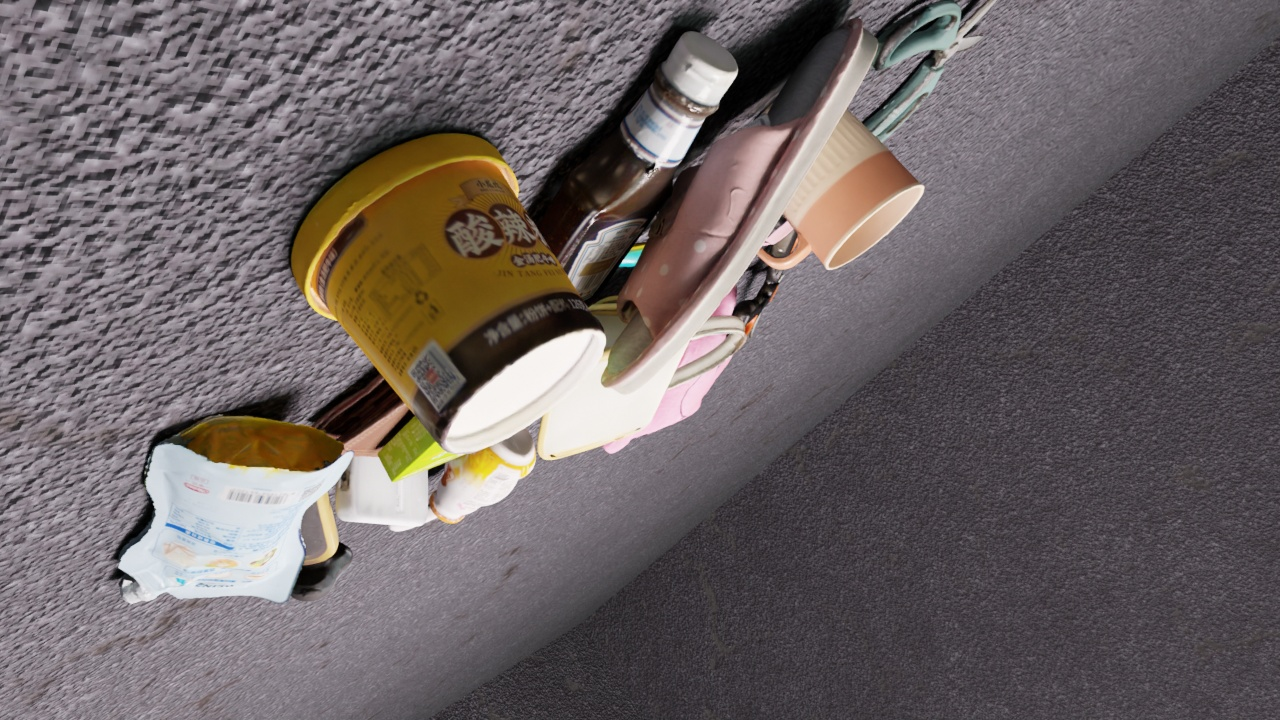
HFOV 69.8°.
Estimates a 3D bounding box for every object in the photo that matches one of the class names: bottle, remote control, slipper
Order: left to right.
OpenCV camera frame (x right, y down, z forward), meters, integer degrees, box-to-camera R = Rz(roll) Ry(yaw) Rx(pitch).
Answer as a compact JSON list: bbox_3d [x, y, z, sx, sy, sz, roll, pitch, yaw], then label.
[{"bbox_3d":[-0.193,0.095,0.691,0.020,0.055,0.136,-5,168,7],"label":"remote control"},{"bbox_3d":[-0.140,0.097,0.792,0.109,0.063,0.063,-46,163,27],"label":"bottle"},{"bbox_3d":[-0.012,-0.100,0.533,0.079,0.044,0.195,-25,161,-49],"label":"bottle"},{"bbox_3d":[0.050,-0.100,0.565,0.274,0.054,0.114,-55,-169,0],"label":"slipper"}]

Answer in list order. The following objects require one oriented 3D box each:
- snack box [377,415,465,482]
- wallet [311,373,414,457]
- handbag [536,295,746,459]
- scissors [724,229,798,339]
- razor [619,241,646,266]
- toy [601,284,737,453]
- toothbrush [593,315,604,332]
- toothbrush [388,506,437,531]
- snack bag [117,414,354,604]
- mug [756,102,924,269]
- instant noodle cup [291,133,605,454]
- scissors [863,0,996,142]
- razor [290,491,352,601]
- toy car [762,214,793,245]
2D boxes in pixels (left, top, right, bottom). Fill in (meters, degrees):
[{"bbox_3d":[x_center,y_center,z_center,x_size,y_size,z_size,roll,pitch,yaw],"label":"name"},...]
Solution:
[{"bbox_3d":[-0.099,0.025,0.598,0.157,0.026,0.085,-39,168,38],"label":"snack box"},{"bbox_3d":[-0.145,0.020,0.619,0.124,0.032,0.101,-38,168,4],"label":"wallet"},{"bbox_3d":[-0.004,0.004,0.753,0.178,0.063,0.164,-13,153,-20],"label":"handbag"},{"bbox_3d":[0.121,-0.071,0.898,0.227,0.022,0.221,-53,168,-42],"label":"scissors"},{"bbox_3d":[-0.032,-0.058,0.640,0.132,0.028,0.043,-29,-165,-22],"label":"razor"},{"bbox_3d":[0.044,-0.001,0.893,0.178,0.074,0.195,-28,152,-49],"label":"toy"},{"bbox_3d":[-0.104,0.025,0.679,0.213,0.026,0.027,-33,173,37],"label":"toothbrush"},{"bbox_3d":[-0.192,0.148,0.924,0.016,0.016,0.179,-38,167,24],"label":"toothbrush"},{"bbox_3d":[-0.253,0.103,0.564,0.110,0.038,0.192,2,142,-37],"label":"snack bag"},{"bbox_3d":[0.119,-0.121,0.647,0.115,0.106,0.081,-40,165,10],"label":"mug"},{"bbox_3d":[-0.086,-0.027,0.442,0.118,0.114,0.118,-34,164,-11],"label":"instant noodle cup"},{"bbox_3d":[0.205,-0.221,0.715,0.169,0.019,0.172,-17,156,-50],"label":"scissors"},{"bbox_3d":[-0.236,0.116,0.643,0.062,0.067,0.168,-3,146,-17],"label":"razor"},{"bbox_3d":[0.105,-0.121,0.752,0.056,0.037,0.122,-43,163,15],"label":"toy car"}]
